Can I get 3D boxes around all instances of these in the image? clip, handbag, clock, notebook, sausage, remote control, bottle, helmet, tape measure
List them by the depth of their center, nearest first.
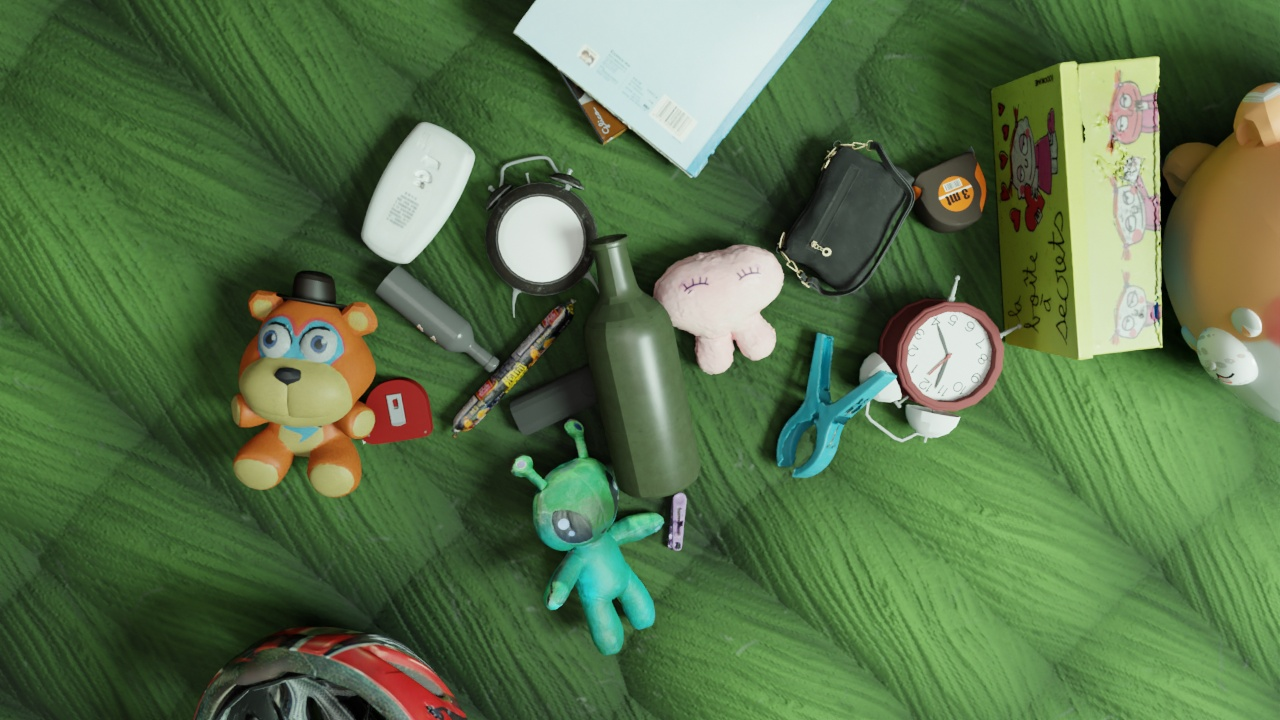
[{"bbox_3d":[0.052,-0.291,0.688,0.181,0.009,0.254,35,100,-22],"label":"notebook"},{"bbox_3d":[-0.004,0.004,0.725,0.071,0.071,0.207,-13,108,-2],"label":"bottle"},{"bbox_3d":[-0.231,0.325,0.726,0.218,0.166,0.272,-17,105,10],"label":"helmet"},{"bbox_3d":[-0.180,-0.133,0.736,0.060,0.028,0.114,29,95,-7],"label":"remote control"},{"bbox_3d":[-0.081,-0.103,0.739,0.091,0.043,0.123,-13,99,-2],"label":"clock"},{"bbox_3d":[0.167,-0.117,0.749,0.079,0.054,0.128,26,98,-3],"label":"handbag"},{"bbox_3d":[-0.162,-0.030,0.751,0.113,0.030,0.030,40,94,-8],"label":"bottle"},{"bbox_3d":[0.256,-0.136,0.761,0.058,0.038,0.059,-24,85,-1],"label":"tape measure"},{"bbox_3d":[0.161,0.048,0.763,0.027,0.103,0.120,12,112,-44],"label":"clip"},{"bbox_3d":[-0.206,0.042,0.764,0.059,0.019,0.051,-9,99,-2],"label":"tape measure"},{"bbox_3d":[-0.106,0.007,0.765,0.020,0.020,0.155,43,94,-8],"label":"sausage"},{"bbox_3d":[0.246,0.004,0.773,0.096,0.048,0.137,36,93,-8],"label":"clock"},{"bbox_3d":[-0.039,0.020,0.773,0.147,0.015,0.033,-24,99,0],"label":"remote control"},{"bbox_3d":[0.031,0.144,0.797,0.014,0.045,0.050,6,55,-6],"label":"clip"}]

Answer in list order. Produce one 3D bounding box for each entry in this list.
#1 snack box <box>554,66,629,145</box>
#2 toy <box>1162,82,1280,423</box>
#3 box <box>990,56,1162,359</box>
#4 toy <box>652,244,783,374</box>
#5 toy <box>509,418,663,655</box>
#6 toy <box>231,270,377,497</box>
[{"bbox_3d":[0.022,-0.266,0.729,0.186,0.031,0.101,-32,99,1],"label":"snack box"},{"bbox_3d":[0.525,-0.078,0.677,0.266,0.263,0.280,-42,81,0],"label":"toy"},{"bbox_3d":[0.343,-0.116,0.727,0.080,0.124,0.221,-5,100,-3],"label":"box"},{"bbox_3d":[0.070,-0.042,0.757,0.108,0.053,0.105,-20,114,-2],"label":"toy"},{"bbox_3d":[-0.045,0.151,0.769,0.130,0.073,0.193,-29,105,-39],"label":"toy"},{"bbox_3d":[-0.264,0.018,0.727,0.112,0.096,0.176,5,87,0],"label":"toy"}]
